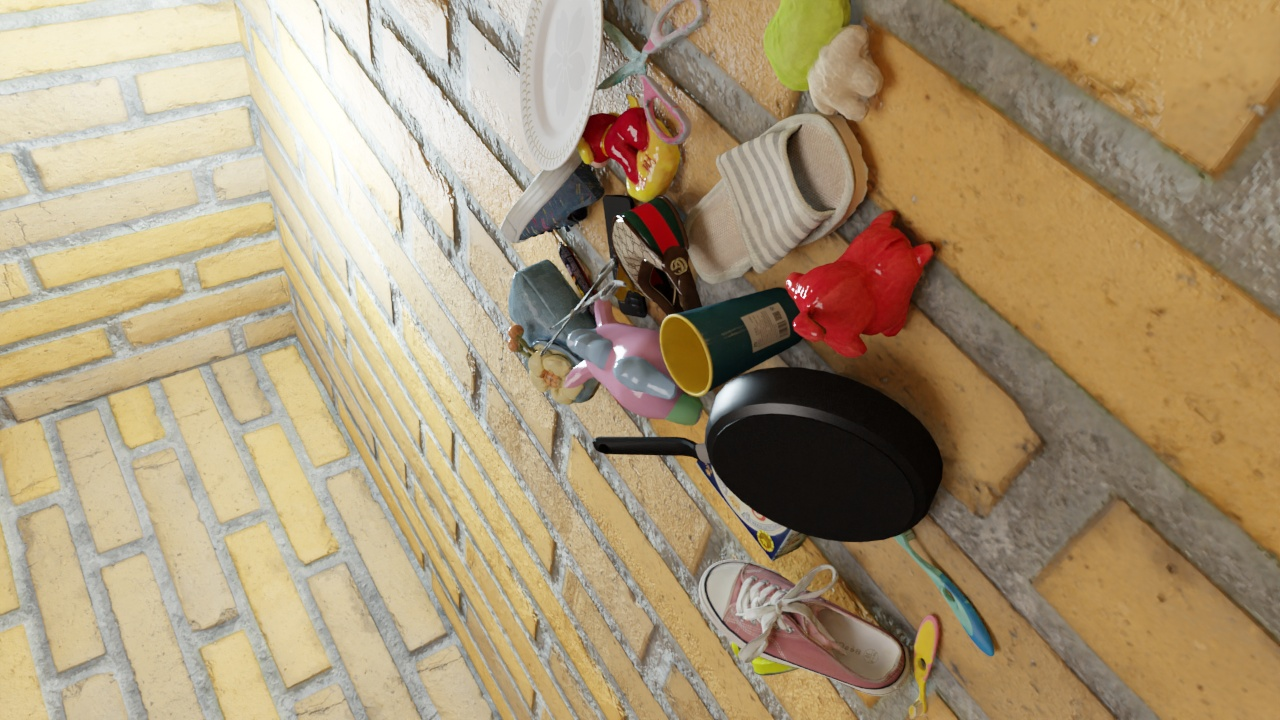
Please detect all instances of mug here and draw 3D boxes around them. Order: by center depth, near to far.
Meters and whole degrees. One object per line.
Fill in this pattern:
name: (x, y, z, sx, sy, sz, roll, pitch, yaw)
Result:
mug: (0.089, -0.024, 0.850, 0.078, 0.121, 0.078, 42, 143, 42)

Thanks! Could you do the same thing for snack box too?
snack box: (0.130, 0.116, 0.962, 0.144, 0.042, 0.145, 52, 148, 27)

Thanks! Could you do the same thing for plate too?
plate: (-0.085, -0.330, 1.002, 0.243, 0.016, 0.242, 0, 90, 64)

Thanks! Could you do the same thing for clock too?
clock: (0.151, 0.311, 1.019, 0.119, 0.083, 0.057, -27, 80, 59)

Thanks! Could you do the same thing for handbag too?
handbag: (0.024, -0.091, 0.958, 0.138, 0.063, 0.167, 63, 171, 7)
handbag: (-0.120, -0.032, 1.226, 0.192, 0.118, 0.122, 56, 151, 13)

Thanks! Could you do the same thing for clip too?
clip: (-0.004, -0.092, 1.046, 0.045, 0.048, 0.054, 83, -167, -54)

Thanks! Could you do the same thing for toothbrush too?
toothbrush: (0.267, 0.199, 0.807, 0.135, 0.017, 0.022, 55, 149, 20)
toothbrush: (0.267, 0.292, 0.867, 0.021, 0.016, 0.136, 36, 139, 47)

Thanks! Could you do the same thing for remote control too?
remote control: (-0.016, -0.121, 1.077, 0.041, 0.020, 0.152, 12, 123, 34)

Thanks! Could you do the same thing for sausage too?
sausage: (-0.072, -0.094, 1.201, 0.155, 0.020, 0.020, 60, 152, 15)

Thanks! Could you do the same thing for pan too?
pan: (0.091, 0.091, 0.835, 0.357, 0.044, 0.204, -3, 134, 37)

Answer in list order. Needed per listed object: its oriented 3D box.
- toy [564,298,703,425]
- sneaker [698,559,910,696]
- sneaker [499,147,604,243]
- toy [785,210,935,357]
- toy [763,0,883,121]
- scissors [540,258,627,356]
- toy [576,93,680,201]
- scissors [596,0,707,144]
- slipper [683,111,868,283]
toy: (-0.006, 0.006, 0.997, 0.222, 0.171, 0.120, -32, -37, -83)
sneaker: (0.149, 0.259, 0.922, 0.241, 0.118, 0.088, 15, 159, 39)
sneaker: (-0.107, -0.196, 1.154, 0.079, 0.087, 0.236, 40, 155, -11)
toy: (0.160, -0.060, 0.700, 0.088, 0.132, 0.094, 46, 137, 19)
toy: (0.140, -0.234, 0.695, 0.117, 0.043, 0.092, 54, 147, 20)
scissors: (-0.058, -0.065, 1.026, 0.014, 0.141, 0.175, 40, 156, -17)
toy: (-0.013, -0.226, 0.962, 0.137, 0.067, 0.106, 32, 129, 37)
scissors: (0.013, -0.293, 0.881, 0.170, 0.014, 0.169, 57, 137, 27)
slipper: (0.103, -0.135, 0.826, 0.273, 0.054, 0.114, -25, 81, 65)
